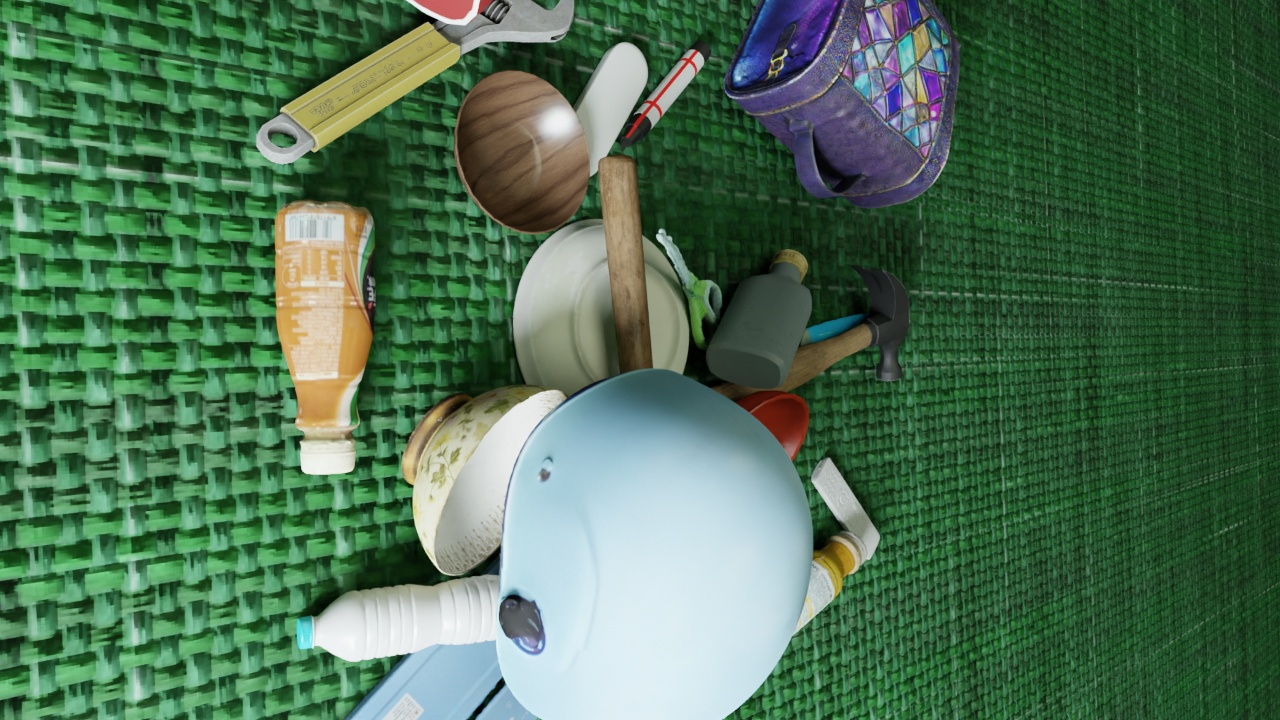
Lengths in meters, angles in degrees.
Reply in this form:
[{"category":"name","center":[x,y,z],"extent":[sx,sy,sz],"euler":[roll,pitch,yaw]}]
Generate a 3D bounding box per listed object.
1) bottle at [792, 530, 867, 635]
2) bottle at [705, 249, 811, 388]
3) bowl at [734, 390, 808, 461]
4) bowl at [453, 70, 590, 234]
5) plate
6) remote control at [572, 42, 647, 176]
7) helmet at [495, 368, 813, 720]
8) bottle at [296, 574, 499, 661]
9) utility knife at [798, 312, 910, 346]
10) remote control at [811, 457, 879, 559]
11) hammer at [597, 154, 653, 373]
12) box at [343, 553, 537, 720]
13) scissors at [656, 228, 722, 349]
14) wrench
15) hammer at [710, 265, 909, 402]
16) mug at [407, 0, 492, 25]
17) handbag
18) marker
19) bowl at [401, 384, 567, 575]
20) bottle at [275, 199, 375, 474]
[{"category":"bottle","center":[0.151,0.222,0.879],"extent":[0.185,0.053,0.053],"euler":[-26,106,-39]},{"category":"bottle","center":[0.118,-0.044,0.840],"extent":[0.160,0.072,0.046],"euler":[-61,156,-43]},{"category":"bowl","center":[0.095,0.073,0.823],"extent":[0.121,0.035,0.122],"euler":[-26,136,-28]},{"category":"bowl","center":[-0.094,-0.152,0.686],"extent":[0.119,0.032,0.119],"euler":[2,88,-42]},{"category":"plate","center":[-0.019,-0.026,0.748],"extent":[0.182,0.034,0.182],"euler":[2,88,-42]},{"category":"remote control","center":[-0.031,-0.207,0.756],"extent":[0.043,0.013,0.136],"euler":[41,63,-33]},{"category":"helmet","center":[0.017,0.148,0.620],"extent":[0.225,0.167,0.266],"euler":[-1,107,-43]},{"category":"bottle","center":[-0.154,0.170,0.605],"extent":[0.136,0.044,0.044],"euler":[-1,89,-27]},{"category":"utility knife","center":[0.232,-0.034,0.984],"extent":[0.197,0.015,0.031],"euler":[-12,101,-38]},{"category":"remote control","center":[0.216,0.157,0.966],"extent":[0.131,0.012,0.033],"euler":[54,55,-27]},{"category":"hammer","center":[-0.004,0.004,0.712],"extent":[0.129,0.040,0.322],"euler":[-11,100,-36]},{"category":"box","center":[-0.113,0.236,0.655],"extent":[0.208,0.039,0.126],"euler":[-45,116,-31]},{"category":"scissors","center":[0.043,-0.063,0.768],"extent":[0.174,0.033,0.065],"euler":[48,54,-56]},{"category":"wrench","center":[-0.148,-0.209,0.635],"extent":[0.083,0.018,0.272],"euler":[43,59,0]},{"category":"hammer","center":[0.160,-0.002,0.895],"extent":[0.304,0.040,0.132],"euler":[-22,116,-36]},{"category":"mug","center":[-0.133,-0.302,0.627],"extent":[0.116,0.081,0.096],"euler":[31,59,2]},{"category":"handbag","center":[0.197,-0.261,0.887],"extent":[0.204,0.126,0.221],"euler":[29,71,-37]},{"category":"marker","center":[0.020,-0.229,0.798],"extent":[0.019,0.019,0.145],"euler":[51,58,-28]},{"category":"bowl","center":[-0.114,0.068,0.621],"extent":[0.144,0.063,0.145],"euler":[-51,159,-28]},{"category":"bottle","center":[-0.196,-0.013,0.573],"extent":[0.059,0.059,0.167],"euler":[0,89,-42]}]
